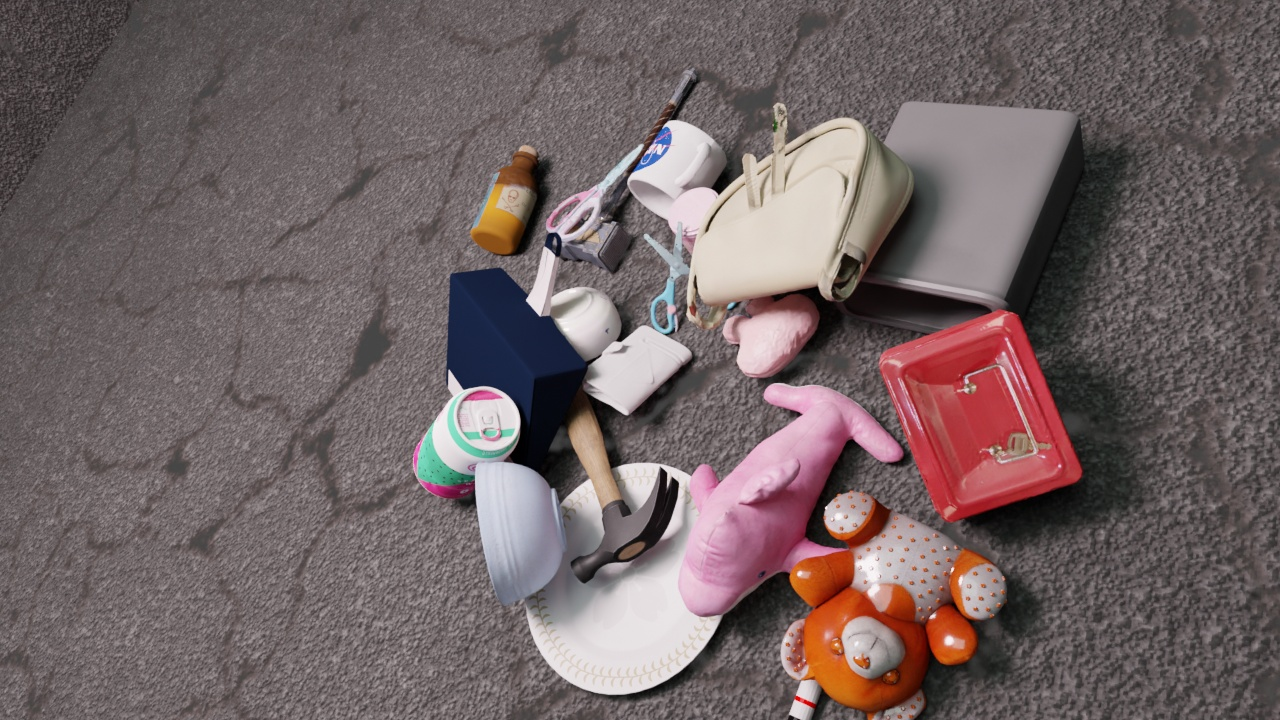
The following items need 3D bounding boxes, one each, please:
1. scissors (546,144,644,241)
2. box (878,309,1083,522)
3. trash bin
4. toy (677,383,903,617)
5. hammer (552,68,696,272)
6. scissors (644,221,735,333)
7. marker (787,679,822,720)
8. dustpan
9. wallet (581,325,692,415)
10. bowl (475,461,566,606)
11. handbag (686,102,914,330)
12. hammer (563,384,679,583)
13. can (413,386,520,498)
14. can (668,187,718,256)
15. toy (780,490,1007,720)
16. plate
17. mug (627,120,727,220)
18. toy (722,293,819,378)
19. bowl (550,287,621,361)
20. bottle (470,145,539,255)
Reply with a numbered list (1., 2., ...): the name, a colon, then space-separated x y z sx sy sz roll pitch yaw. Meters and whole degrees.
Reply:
1. scissors: -0.050 -0.220 1.186 0.174 0.017 0.076 -46 45 -11
2. box: 0.292 0.047 0.794 0.129 0.086 0.158 -21 89 19
3. trash bin: 0.316 -0.142 0.926 0.192 0.097 0.219 16 71 36
4. toy: 0.124 0.122 0.863 0.187 0.128 0.265 30 68 29
5. hammer: -0.004 -0.266 1.223 0.098 0.044 0.321 19 71 36
6. scissors: 0.058 -0.092 1.059 0.126 0.136 0.015 7 25 10
7. marker: 0.155 0.286 0.821 0.019 0.019 0.145 13 71 35
8. dustpan: -0.145 -0.024 1.088 0.080 0.274 0.236 -12 40 -30
9. wallet: -0.006 0.006 1.043 0.086 0.032 0.116 25 51 31
10. bowl: -0.119 0.173 0.956 0.075 0.151 0.150 -12 55 -3
11. handbag: 0.133 -0.137 0.911 0.230 0.132 0.183 -12 54 53
12. hammer: -0.053 0.091 1.029 0.132 0.040 0.305 -35 45 11
13. can: -0.199 0.095 1.049 0.166 0.088 0.088 -43 37 54
14. can: 0.077 -0.157 1.086 0.067 0.076 0.067 -14 57 23
15. toy: 0.206 0.215 0.783 0.164 0.093 0.172 27 82 15
16. plate: -0.014 0.223 0.958 0.243 0.016 0.242 -14 57 23
17. mug: 0.051 -0.233 1.124 0.090 0.091 0.121 -57 17 -10
18. toy: 0.137 -0.034 0.999 0.108 0.053 0.105 -47 40 -1
19. bowl: -0.079 -0.049 1.110 0.105 0.054 0.104 -11 42 10
20. bottle: -0.180 -0.230 1.285 0.068 0.068 0.156 4 66 32
